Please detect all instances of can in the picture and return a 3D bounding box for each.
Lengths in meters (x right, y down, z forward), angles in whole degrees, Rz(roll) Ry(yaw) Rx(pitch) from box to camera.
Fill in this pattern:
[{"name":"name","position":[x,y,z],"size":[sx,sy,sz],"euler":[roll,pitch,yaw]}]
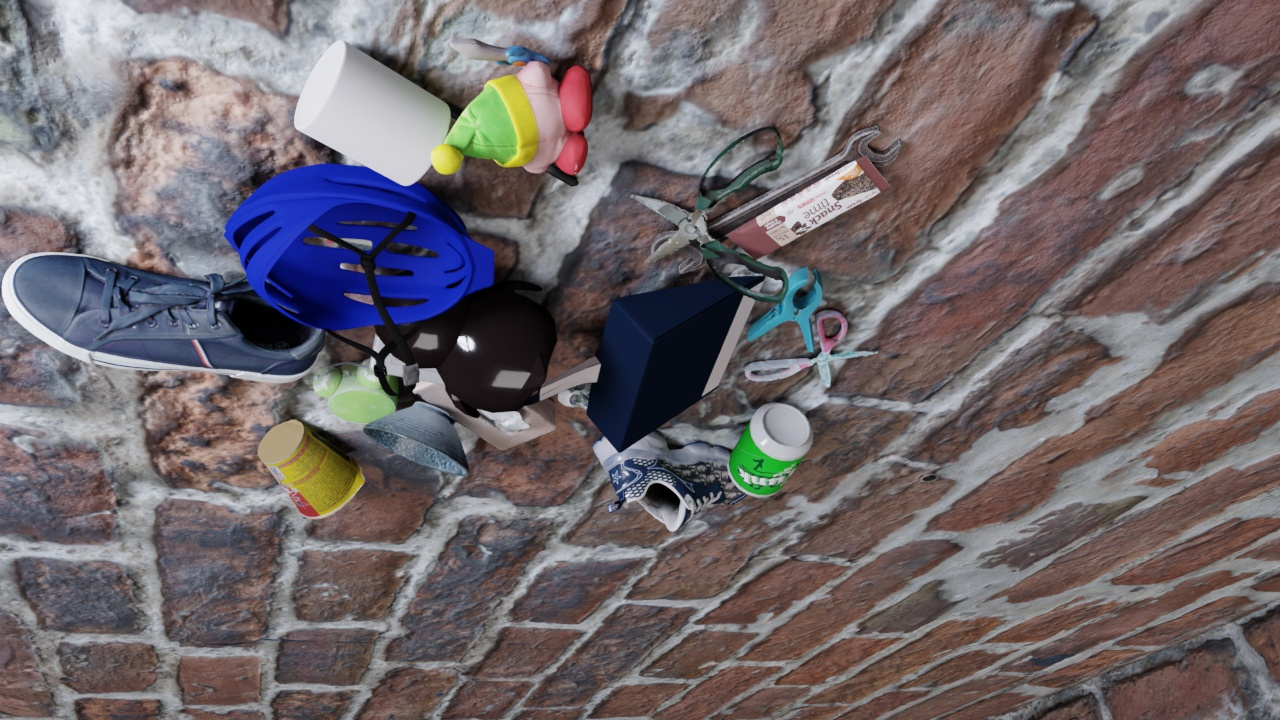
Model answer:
[{"name":"can","position":[0.179,0.126,1.276],"size":[0.087,0.087,0.140],"euler":[3,145,-13]}]

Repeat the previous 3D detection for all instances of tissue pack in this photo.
[{"name":"tissue pack","position":[-0.187,0.053,1.139],"size":[0.104,0.071,0.181],"euler":[-21,139,22]}]

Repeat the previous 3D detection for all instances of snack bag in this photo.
[{"name":"snack bag","position":[0.167,-0.149,0.919],"size":[0.158,0.013,0.057],"euler":[-27,142,28]}]

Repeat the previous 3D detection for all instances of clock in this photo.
[{"name":"clock","position":[-0.337,0.036,1.107],"size":[0.094,0.042,0.119],"euler":[-12,145,6]}]

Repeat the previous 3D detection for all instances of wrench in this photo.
[{"name":"wrench","position":[0.130,-0.157,0.923],"size":[0.274,0.010,0.070],"euler":[-26,141,26]}]

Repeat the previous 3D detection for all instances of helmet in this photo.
[{"name":"helmet","position":[-0.251,-0.069,0.805],"size":[0.241,0.227,0.148],"euler":[1,136,-9]}]

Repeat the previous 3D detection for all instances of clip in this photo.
[{"name":"clip","position":[0.185,-0.058,1.053],"size":[0.097,0.026,0.116],"euler":[8,140,-7]}]

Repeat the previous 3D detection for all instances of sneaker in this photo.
[{"name":"sneaker","position":[0.054,0.187,1.308],"size":[0.269,0.132,0.103],"euler":[20,136,-34]},{"name":"sneaker","position":[-0.451,-0.056,0.903],"size":[0.294,0.120,0.128],"euler":[14,154,-31]}]

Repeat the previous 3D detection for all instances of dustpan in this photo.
[{"name":"dustpan","position":[-0.006,0.006,1.066],"size":[0.272,0.080,0.237],"euler":[-31,157,-29]}]

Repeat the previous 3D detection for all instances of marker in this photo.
[{"name":"marker","position":[-0.116,-0.194,0.832],"size":[0.152,0.011,0.011],"euler":[25,135,-36]}]

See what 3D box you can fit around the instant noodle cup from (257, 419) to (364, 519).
[{"name":"instant noodle cup","position":[-0.440,0.137,1.204],"size":[0.100,0.100,0.112],"euler":[-16,137,14]}]

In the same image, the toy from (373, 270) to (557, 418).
[{"name":"toy","position":[-0.186,-0.027,0.955],"size":[0.184,0.140,0.159],"euler":[25,94,-22]}]

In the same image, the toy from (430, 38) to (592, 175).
[{"name":"toy","position":[-0.105,-0.197,0.753],"size":[0.131,0.096,0.124],"euler":[0,142,-13]}]

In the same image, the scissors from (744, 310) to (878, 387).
[{"name":"scissors","position":[0.213,-0.007,1.155],"size":[0.177,0.013,0.170],"euler":[-14,147,9]}]

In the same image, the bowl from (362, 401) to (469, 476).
[{"name":"bowl","position":[-0.261,0.087,1.113],"size":[0.137,0.057,0.137],"euler":[19,160,7]}]

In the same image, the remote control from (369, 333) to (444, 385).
[{"name":"remote control","position":[-0.223,-0.010,1.034],"size":[0.151,0.074,0.019],"euler":[13,174,-25]}]

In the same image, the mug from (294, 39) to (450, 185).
[{"name":"mug","position":[-0.228,-0.199,0.760],"size":[0.096,0.078,0.112],"euler":[26,163,-38]}]

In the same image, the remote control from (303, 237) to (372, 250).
[{"name":"remote control","position":[-0.318,-0.118,0.907],"size":[0.125,0.018,0.038],"euler":[9,143,-22]}]

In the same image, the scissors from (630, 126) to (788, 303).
[{"name":"scissors","position":[0.095,-0.142,0.909],"size":[0.201,0.015,0.206],"euler":[25,132,-19]}]

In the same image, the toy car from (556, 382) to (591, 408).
[{"name":"toy car","position":[-0.063,0.046,1.177],"size":[0.089,0.027,0.039],"euler":[-1,148,-6]}]
